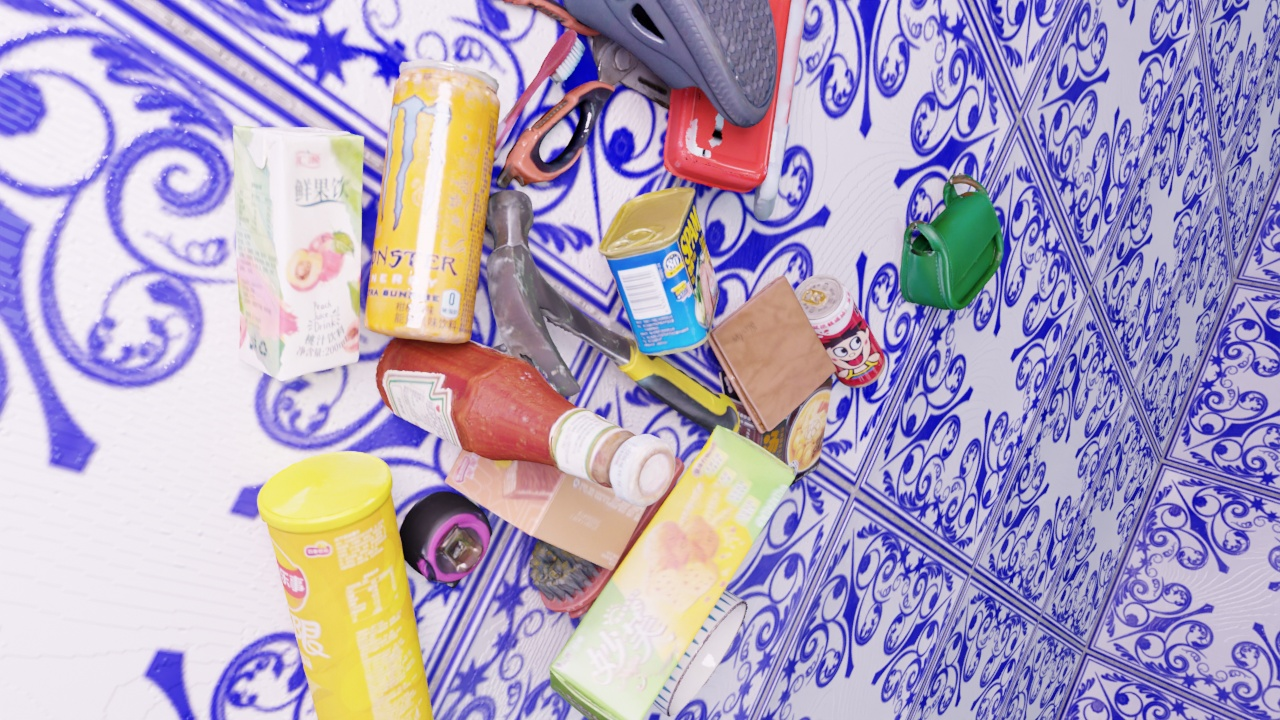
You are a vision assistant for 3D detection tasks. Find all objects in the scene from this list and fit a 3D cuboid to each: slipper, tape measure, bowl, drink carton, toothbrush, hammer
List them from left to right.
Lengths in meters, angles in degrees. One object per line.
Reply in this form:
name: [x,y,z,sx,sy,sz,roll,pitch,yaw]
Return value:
drink carton: [-0.175,-0.057,0.469,0.053,0.045,0.123,-21,122,-53]
tape measure: [-0.126,0.117,0.600,0.057,0.039,0.058,-54,137,-18]
toothbrush: [-0.090,-0.119,0.547,0.187,0.016,0.017,-56,141,-5]
slipper: [-0.009,-0.254,0.543,0.268,0.084,0.110,54,44,-21]
hammer: [-0.004,0.004,0.666,0.323,0.032,0.126,34,42,-54]
bowl: [0.034,0.241,0.798,0.116,0.066,0.117,-44,152,-31]

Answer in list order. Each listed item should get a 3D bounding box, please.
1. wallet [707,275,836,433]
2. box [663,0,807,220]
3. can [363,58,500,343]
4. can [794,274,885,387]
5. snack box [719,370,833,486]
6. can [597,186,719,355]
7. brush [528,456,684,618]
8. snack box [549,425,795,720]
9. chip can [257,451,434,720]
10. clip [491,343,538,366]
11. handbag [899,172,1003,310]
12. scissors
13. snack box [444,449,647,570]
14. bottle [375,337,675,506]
wallet: [0.115,-0.006,0.798,0.115,0.020,0.101,-38,102,-38]
box: [0.083,-0.213,0.659,0.154,0.074,0.201,13,83,-52]
can: [-0.113,-0.084,0.502,0.058,0.058,0.146,8,89,-49]
can: [0.193,-0.027,0.887,0.053,0.053,0.133,-59,139,-13]
snack box: [0.122,0.059,0.853,0.113,0.053,0.126,-23,126,-41]
can: [0.017,-0.063,0.640,0.101,0.057,0.083,-70,145,-56]
brush: [-0.026,0.128,0.701,0.145,0.063,0.069,-56,140,-15]
snack box: [0.019,0.167,0.677,0.209,0.070,0.158,-52,170,-22]
chip can: [-0.168,0.162,0.548,0.071,0.072,0.214,-26,123,-39]
clip: [-0.087,-0.002,0.612,0.058,0.043,0.027,-22,124,-33]
handbag: [0.337,-0.126,1.006,0.131,0.068,0.120,-41,125,-29]
scissors: [-0.030,-0.199,0.600,0.225,0.015,0.189,-49,136,-24]
snack box: [-0.057,0.079,0.619,0.092,0.094,0.077,38,77,-49]
bottle: [-0.067,0.029,0.501,0.059,0.206,0.060,-20,118,-43]
